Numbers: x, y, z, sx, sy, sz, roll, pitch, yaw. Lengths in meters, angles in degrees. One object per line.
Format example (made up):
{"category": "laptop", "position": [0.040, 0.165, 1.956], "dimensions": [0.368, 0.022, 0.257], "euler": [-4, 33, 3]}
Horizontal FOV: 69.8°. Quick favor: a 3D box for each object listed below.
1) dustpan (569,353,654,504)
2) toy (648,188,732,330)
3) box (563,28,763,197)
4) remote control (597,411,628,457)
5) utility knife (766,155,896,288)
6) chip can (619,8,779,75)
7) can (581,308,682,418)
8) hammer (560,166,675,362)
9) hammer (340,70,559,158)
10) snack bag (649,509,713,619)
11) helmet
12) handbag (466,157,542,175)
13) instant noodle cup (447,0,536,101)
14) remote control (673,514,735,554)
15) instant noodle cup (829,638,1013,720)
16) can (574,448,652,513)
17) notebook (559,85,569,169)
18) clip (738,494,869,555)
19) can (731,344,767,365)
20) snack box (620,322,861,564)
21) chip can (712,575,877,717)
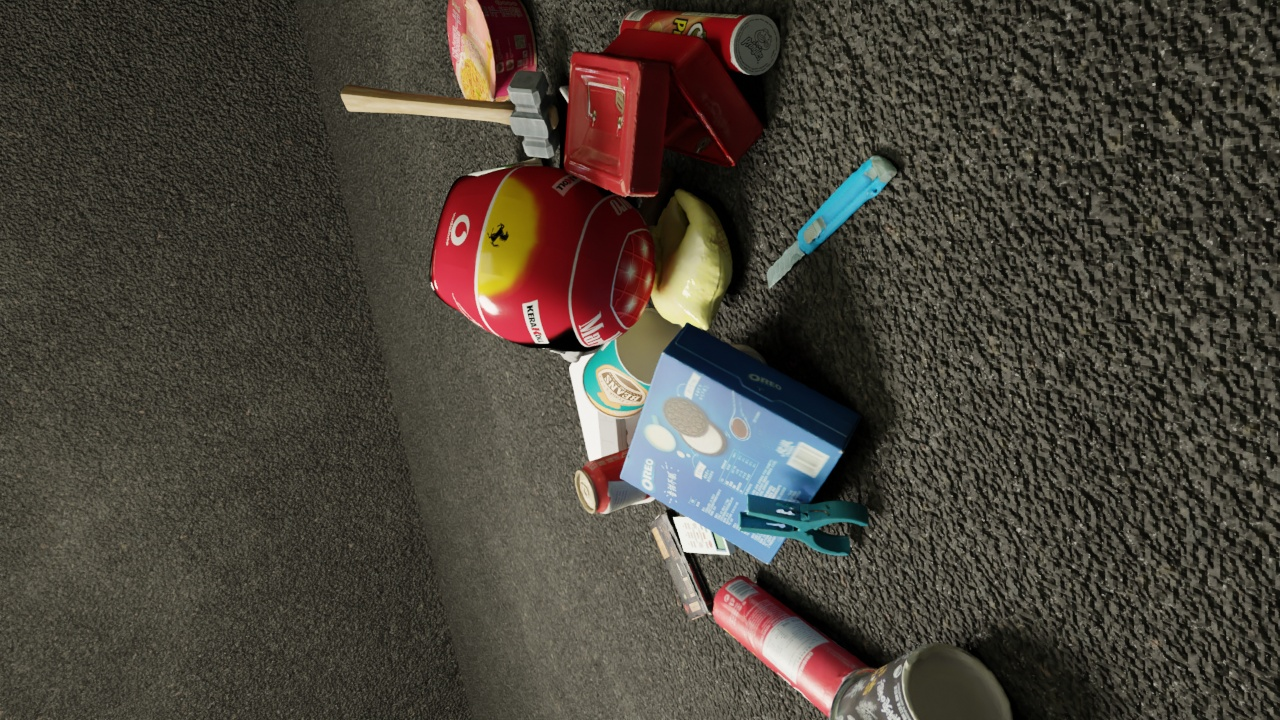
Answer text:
{"category": "dustpan", "position": [-0.033, 0.086, 1.364], "dimensions": [0.192, 0.053, 0.257], "euler": [126, 135, -59]}
{"category": "toy", "position": [0.050, -0.101, 1.027], "dimensions": [0.171, 0.064, 0.154], "euler": [-43, 61, 63]}
{"category": "box", "position": [0.023, -0.249, 0.898], "dimensions": [0.157, 0.155, 0.147], "euler": [39, 133, 54]}
{"category": "remote control", "position": [-0.035, 0.122, 1.274], "dimensions": [0.074, 0.019, 0.151], "euler": [-177, 81, -69]}
{"category": "utility knife", "position": [0.165, -0.121, 0.840], "dimensions": [0.225, 0.015, 0.031], "euler": [128, 126, -62]}
{"category": "chip can", "position": [0.051, -0.317, 0.905], "dimensions": [0.215, 0.051, 0.052], "euler": [34, 135, 53]}
{"category": "can", "position": [-0.007, 0.007, 1.165], "dimensions": [0.099, 0.099, 0.144], "euler": [68, 154, 11]}
{"category": "hammer", "position": [-0.023, -0.116, 1.163], "dimensions": [0.052, 0.097, 0.329], "euler": [52, 140, 21]}
{"category": "hammer", "position": [-0.270, -0.355, 1.284], "dimensions": [0.117, 0.323, 0.051], "euler": [78, -155, -54]}
{"category": "snack bag", "position": [0.056, 0.292, 1.307], "dimensions": [0.155, 0.018, 0.075], "euler": [67, 154, 14]}
{"category": "helmet", "position": [-0.094, -0.108, 1.023], "dimensions": [0.270, 0.225, 0.197], "euler": [19, -96, -75]}
{"category": "handbag", "position": [-0.183, -0.203, 1.406], "dimensions": [0.142, 0.096, 0.198], "euler": [4, 109, 49]}
{"category": "instant noodle cup", "position": [-0.211, -0.453, 1.324], "dimensions": [0.178, 0.077, 0.179], "euler": [44, 143, 45]}
{"category": "remote control", "position": [0.086, 0.224, 1.198], "dimensions": [0.144, 0.024, 0.049], "euler": [-24, 84, 66]}
{"category": "instant noodle cup", "position": [0.254, 0.322, 0.812], "dimensions": [0.137, 0.137, 0.113], "euler": [58, 143, 29]}
{"category": "can", "position": [0.007, 0.136, 1.135], "dimensions": [0.067, 0.170, 0.067], "euler": [43, 141, 49]}
{"category": "notebook", "position": [-0.072, -0.248, 1.198], "dimensions": [0.206, 0.016, 0.149], "euler": [-118, 25, -46]}
{"category": "clip", "position": [0.169, 0.150, 0.899], "dimensions": [0.121, 0.130, 0.031], "euler": [-47, 25, 45]}
{"category": "can", "position": [0.088, 0.032, 1.022], "dimensions": [0.072, 0.071, 0.129], "euler": [69, 155, 9]}
{"category": "snack box", "position": [0.093, 0.094, 0.959], "dimensions": [0.195, 0.056, 0.239], "euler": [29, 141, 10]}
{"category": "chip can", "position": [0.169, 0.323, 1.036], "dimensions": [0.233, 0.073, 0.073], "euler": [24, 127, 59]}
